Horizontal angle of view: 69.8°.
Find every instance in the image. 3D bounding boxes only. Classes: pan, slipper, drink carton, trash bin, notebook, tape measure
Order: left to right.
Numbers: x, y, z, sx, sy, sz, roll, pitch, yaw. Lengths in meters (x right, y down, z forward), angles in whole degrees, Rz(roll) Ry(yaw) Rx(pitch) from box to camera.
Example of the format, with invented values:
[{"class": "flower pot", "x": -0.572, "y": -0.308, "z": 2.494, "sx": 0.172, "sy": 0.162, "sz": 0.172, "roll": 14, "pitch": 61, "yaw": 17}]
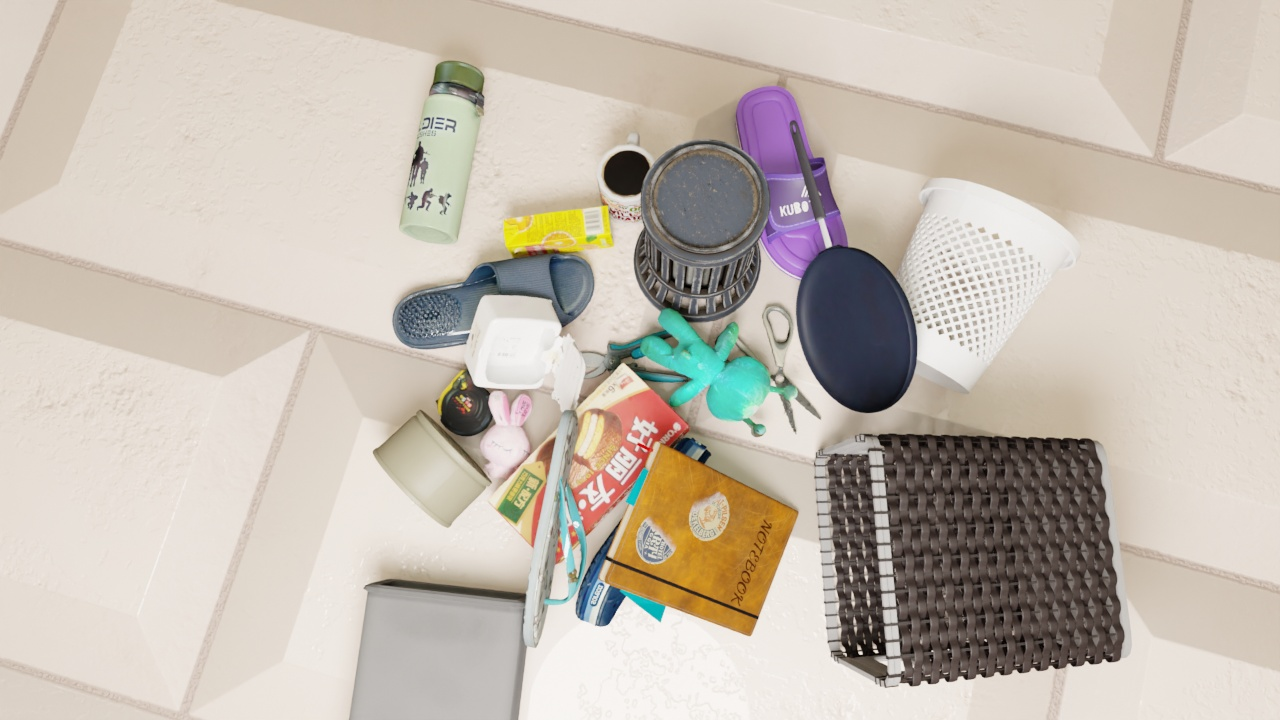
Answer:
[{"class": "trash bin", "x": -0.231, "y": 0.376, "z": 1.060, "sx": 0.192, "sy": 0.097, "sz": 0.219, "roll": 6, "pitch": 81, "yaw": 3}, {"class": "tape measure", "x": -0.217, "y": 0.058, "z": 1.145, "sx": 0.071, "sy": 0.042, "sz": 0.072, "roll": 45, "pitch": 79, "yaw": 3}, {"class": "slipper", "x": -0.186, "y": -0.074, "z": 1.148, "sx": 0.263, "sy": 0.082, "sz": 0.101, "roll": -14, "pitch": 82, "yaw": -1}, {"class": "drink carton", "x": -0.104, "y": -0.161, "z": 1.173, "sx": 0.134, "sy": 0.058, "sz": 0.043, "roll": -7, "pitch": 79, "yaw": 1}, {"class": "slipper", "x": -0.086, "y": 0.189, "z": 1.025, "sx": 0.055, "sy": 0.098, "sz": 0.268, "roll": 8, "pitch": 84, "yaw": 7}, {"class": "slipper", "x": 0.015, "y": 0.209, "z": 1.078, "sx": 0.095, "sy": 0.105, "sz": 0.252, "roll": 33, "pitch": 83, "yaw": 3}, {"class": "notebook", "x": 0.065, "y": 0.214, "z": 1.046, "sx": 0.249, "sy": 0.014, "sz": 0.178, "roll": 29, "pitch": 79, "yaw": -32}, {"class": "trash bin", "x": 0.071, "y": -0.151, "z": 1.080, "sx": 0.164, "sy": 0.227, "sz": 0.164, "roll": 0, "pitch": 79, "yaw": 1}, {"class": "slipper", "x": 0.189, "y": -0.234, "z": 1.165, "sx": 0.107, "sy": 0.084, "sz": 0.266, "roll": -14, "pitch": 80, "yaw": -1}, {"class": "pan", "x": 0.230, "y": -0.112, "z": 1.079, "sx": 0.021, "sy": 0.199, "sz": 0.356, "roll": -16, "pitch": 89, "yaw": -26}, {"class": "trash bin", "x": 0.378, "y": -0.079, "z": 1.091, "sx": 0.195, "sy": 0.195, "sz": 0.199, "roll": 29, "pitch": 91, "yaw": 6}]

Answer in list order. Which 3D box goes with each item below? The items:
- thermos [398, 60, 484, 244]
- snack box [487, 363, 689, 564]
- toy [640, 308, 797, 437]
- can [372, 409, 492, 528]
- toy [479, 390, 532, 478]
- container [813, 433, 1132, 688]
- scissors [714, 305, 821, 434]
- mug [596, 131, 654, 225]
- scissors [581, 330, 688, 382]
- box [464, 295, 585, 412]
[{"class": "thermos", "x": -0.250, "y": -0.271, "z": 1.187, "sx": 0.082, "sy": 0.082, "sz": 0.231, "roll": 9, "pitch": 80, "yaw": 3}, {"class": "snack box", "x": -0.060, "y": 0.126, "z": 1.111, "sx": 0.113, "sy": 0.060, "sz": 0.236, "roll": 45, "pitch": 89, "yaw": 8}, {"class": "toy", "x": 0.090, "y": 0.015, "z": 1.119, "sx": 0.193, "sy": 0.072, "sz": 0.131, "roll": 35, "pitch": 94, "yaw": 1}, {"class": "can", "x": -0.246, "y": 0.127, "z": 1.089, "sx": 0.073, "sy": 0.128, "sz": 0.128, "roll": -44, "pitch": 82, "yaw": -8}, {"class": "toy", "x": -0.163, "y": 0.092, "z": 1.127, "sx": 0.063, "sy": 0.047, "sz": 0.110, "roll": 4, "pitch": 90, "yaw": -36}, {"class": "container", "x": 0.345, "y": 0.208, "z": 1.002, "sx": 0.243, "sy": 0.247, "sz": 0.245, "roll": -2, "pitch": 79, "yaw": -2}, {"class": "scissors", "x": 0.168, "y": 0.004, "z": 1.158, "sx": 0.158, "sy": 0.012, "sz": 0.162, "roll": 20, "pitch": 82, "yaw": 6}, {"class": "mug", "x": -0.014, "y": -0.236, "z": 1.168, "sx": 0.073, "sy": 0.089, "sz": 0.105, "roll": 7, "pitch": 80, "yaw": 3}, {"class": "scissors", "x": -0.004, "y": 0.001, "z": 1.161, "sx": 0.156, "sy": 0.019, "sz": 0.124, "roll": -43, "pitch": 80, "yaw": -4}, {"class": "box", "x": -0.127, "y": 0.005, "z": 1.089, "sx": 0.128, "sy": 0.109, "sz": 0.136, "roll": 4, "pitch": 38, "yaw": -28}]
